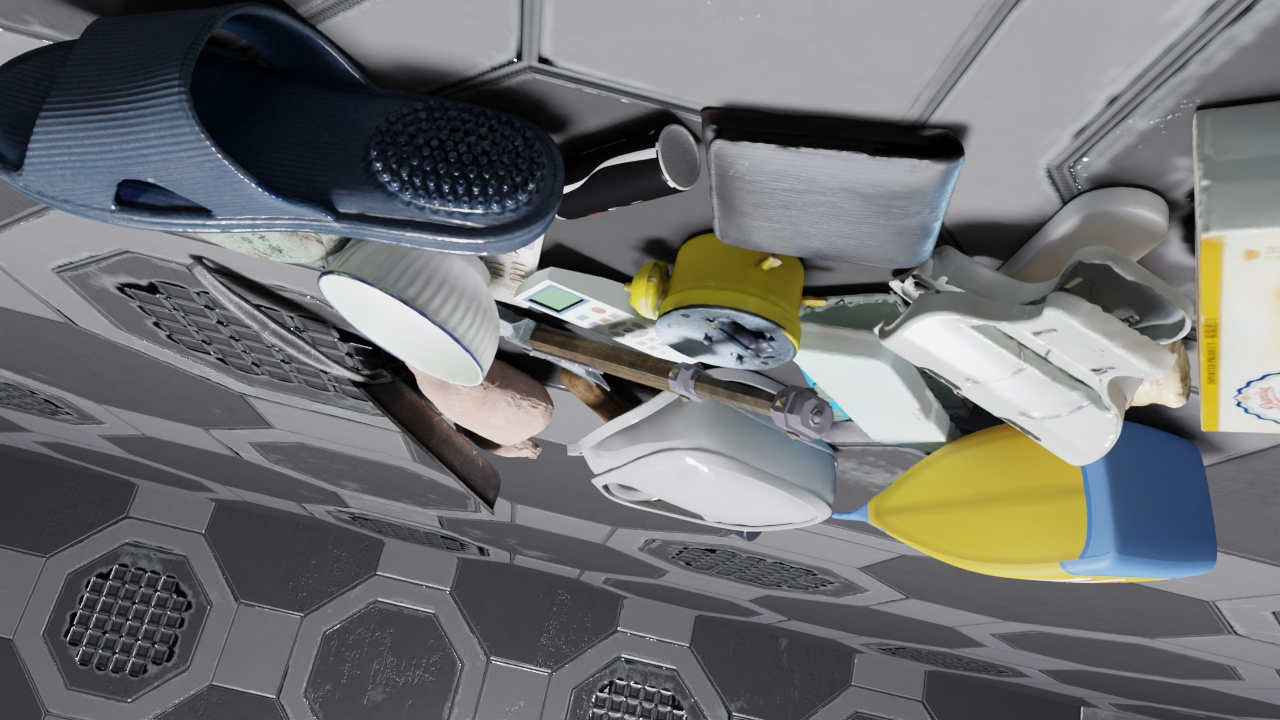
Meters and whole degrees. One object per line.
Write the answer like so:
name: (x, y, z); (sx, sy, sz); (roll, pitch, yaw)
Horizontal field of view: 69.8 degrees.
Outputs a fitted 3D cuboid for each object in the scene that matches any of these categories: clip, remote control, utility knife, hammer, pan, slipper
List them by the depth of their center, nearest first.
slipper: (-0.163, -0.112, 0.403); (0.263, 0.101, 0.083); (8, 153, -5)
clip: (0.186, 0.002, 0.444); (0.126, 0.097, 0.152); (31, 180, -4)
remote control: (0.209, -0.046, 0.455); (0.043, 0.013, 0.137); (13, 160, 0)
hammer: (-0.003, 0.003, 0.567); (0.147, 0.028, 0.317); (28, 173, -33)
remote control: (-0.090, -0.067, 0.584); (0.050, 0.011, 0.136); (15, 160, -6)
remote control: (-0.009, -0.032, 0.610); (0.143, 0.024, 0.050); (22, 159, -28)
utility knife: (0.130, 0.012, 0.661); (0.031, 0.015, 0.178); (-2, 155, 24)
pan: (-0.248, 0.025, 0.824); (0.187, 0.055, 0.357); (26, 159, 53)
hammer: (0.012, 0.082, 0.870); (0.129, 0.040, 0.322); (24, 166, 37)

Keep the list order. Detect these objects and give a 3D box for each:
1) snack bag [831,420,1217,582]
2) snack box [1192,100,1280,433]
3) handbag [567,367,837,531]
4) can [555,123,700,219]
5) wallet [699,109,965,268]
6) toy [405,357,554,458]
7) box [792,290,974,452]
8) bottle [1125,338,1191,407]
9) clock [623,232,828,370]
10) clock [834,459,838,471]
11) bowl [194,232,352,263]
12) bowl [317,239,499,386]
snack bag: (0.266, 0.107, 0.654); (0.158, 0.102, 0.206); (11, 161, -37)
snack box: (0.294, -0.028, 0.387); (0.104, 0.057, 0.208); (0, 156, 31)
handbag: (0.032, 0.086, 0.772); (0.215, 0.095, 0.223); (25, 152, -26)
can: (-0.011, -0.090, 0.445); (0.081, 0.031, 0.031); (-6, 153, 41)
wallet: (0.085, -0.078, 0.429); (0.115, 0.026, 0.089); (8, 158, 13)
toy: (-0.159, 0.038, 0.859); (0.196, 0.065, 0.265); (30, 164, -13)
box: (0.159, 0.016, 0.605); (0.083, 0.066, 0.199); (-17, 151, 26)
bottle: (0.254, 0.008, 0.532); (0.109, 0.044, 0.044); (-4, 154, 38)
clock: (0.043, -0.031, 0.534); (0.119, 0.057, 0.083); (-6, 153, 42)
clock: (0.130, 0.094, 0.851); (0.094, 0.035, 0.123); (19, 159, -15)
bowl: (-0.234, -0.100, 0.544); (0.157, 0.038, 0.158); (11, 160, 4)
bowl: (-0.136, -0.042, 0.581); (0.118, 0.062, 0.118); (25, 158, 10)
